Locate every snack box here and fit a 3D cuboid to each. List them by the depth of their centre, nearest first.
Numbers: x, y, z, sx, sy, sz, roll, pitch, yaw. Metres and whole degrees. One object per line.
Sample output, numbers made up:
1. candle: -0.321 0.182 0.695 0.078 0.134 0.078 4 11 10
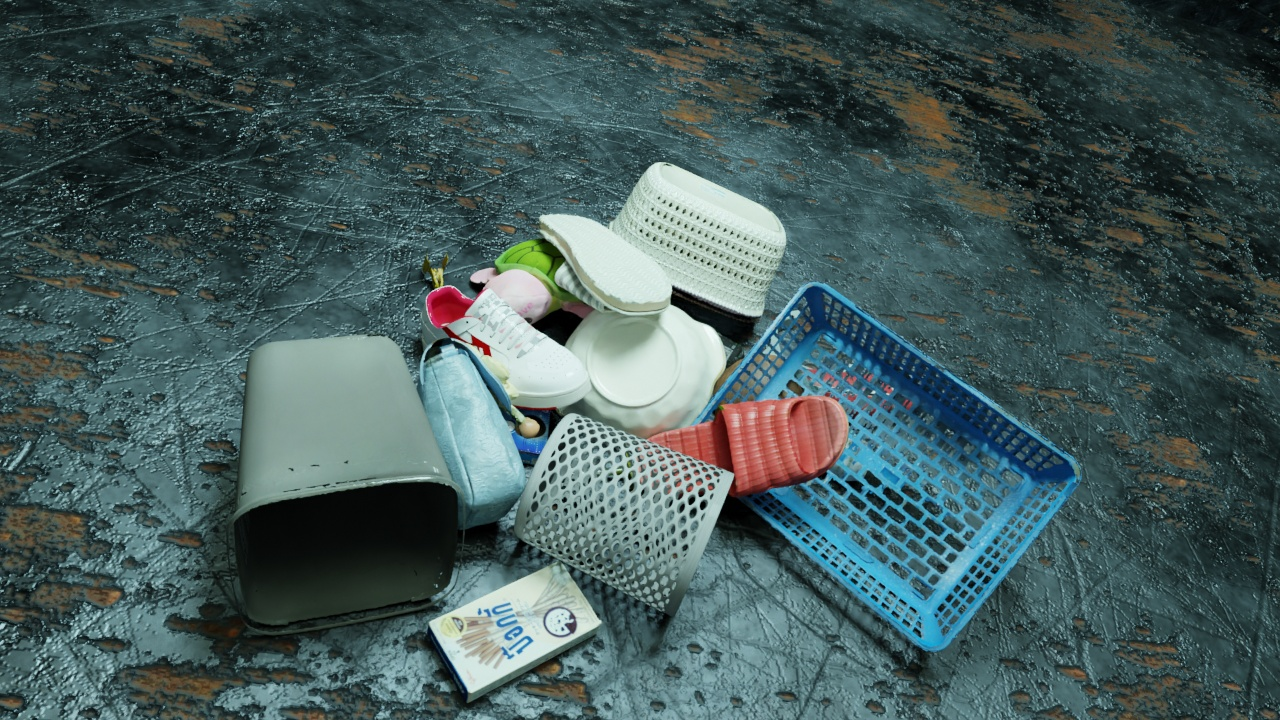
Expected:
1. snack box: -0.121 0.261 0.894 0.149 0.026 0.082 -19 56 -32
2. snack box: -0.180 0.071 1.054 0.150 0.027 0.082 9 45 -10

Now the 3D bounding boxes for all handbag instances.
1. handbag: -0.170 0.072 0.961 0.118 0.122 0.191 -15 67 -25

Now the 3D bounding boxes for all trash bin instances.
1. trash bin: -0.289 0.104 0.880 0.197 0.198 0.220 -5 44 -21
2. trash bin: -0.019 0.152 0.944 0.183 0.157 0.156 23 45 7

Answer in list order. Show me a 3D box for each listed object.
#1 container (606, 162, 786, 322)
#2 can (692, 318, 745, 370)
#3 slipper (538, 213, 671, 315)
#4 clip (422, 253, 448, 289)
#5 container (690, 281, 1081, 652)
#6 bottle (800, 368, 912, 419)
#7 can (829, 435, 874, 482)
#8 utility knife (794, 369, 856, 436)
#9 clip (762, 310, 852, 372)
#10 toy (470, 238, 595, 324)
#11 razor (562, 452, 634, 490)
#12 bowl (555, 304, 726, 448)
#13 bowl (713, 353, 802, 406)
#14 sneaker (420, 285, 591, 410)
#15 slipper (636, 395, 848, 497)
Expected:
1. container: 0.079 -0.163 1.260 0.251 0.143 0.184 23 23 -11
2. can: 0.070 -0.024 1.212 0.138 0.054 0.053 30 45 10
3. slipper: -0.051 -0.117 1.125 0.114 0.054 0.272 -8 33 -24
4. clip: -0.265 -0.116 1.196 0.046 0.054 0.048 41 67 -7
5. container: 0.263 0.114 1.044 0.362 0.089 0.257 39 92 18
6. bottle: 0.272 0.047 1.208 0.176 0.062 0.062 5 46 -14
7. can: 0.234 0.109 1.140 0.101 0.055 0.054 25 45 6
8. utility knife: 0.233 0.058 1.161 0.022 0.015 0.147 -43 110 -8
9. clip: 0.229 0.009 1.255 0.164 0.031 0.172 32 46 14
10. toy: -0.130 -0.105 1.198 0.190 0.088 0.237 24 32 16
11. razor: -0.059 0.130 1.046 0.105 0.026 0.042 -4 51 -17
12. bowl: -0.006 0.006 1.087 0.219 0.060 0.188 -16 75 0
13. bowl: 0.147 0.041 1.150 0.114 0.026 0.102 -30 75 1
14. sneaker: -0.161 -0.026 1.053 0.237 0.104 0.090 23 42 32
15. slipper: 0.106 0.099 1.014 0.249 0.059 0.103 -15 76 15
